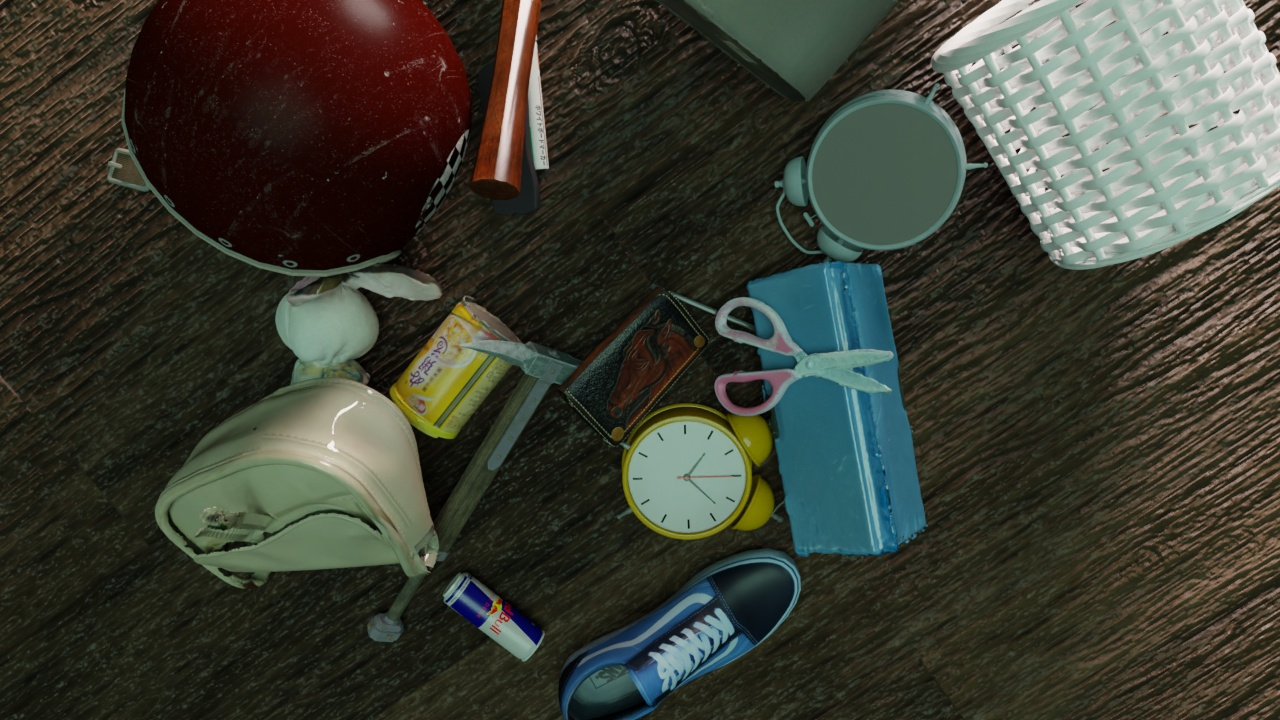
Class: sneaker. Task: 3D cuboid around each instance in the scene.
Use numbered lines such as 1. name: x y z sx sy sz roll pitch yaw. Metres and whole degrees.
1. sneaker: 0.038 0.253 0.792 0.241 0.098 0.083 -30 100 5

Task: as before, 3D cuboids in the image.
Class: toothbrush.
1. toothbrush: 0.085 -0.031 0.782 0.167 0.013 0.013 22 92 -5

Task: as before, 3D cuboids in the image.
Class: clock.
1. clock: 0.054 0.096 0.787 0.152 0.052 0.113 -2 101 3
2. clock: 0.183 -0.143 0.731 0.160 0.045 0.122 -31 99 25

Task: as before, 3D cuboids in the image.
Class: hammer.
1. hammer: -0.155 0.120 0.778 0.147 0.028 0.317 20 110 -39
2. hammer: -0.086 -0.247 0.651 0.111 0.028 0.300 6 67 -5

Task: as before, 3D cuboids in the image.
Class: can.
1. can: -0.131 0.228 0.818 0.095 0.032 0.032 40 98 -8
2. can: -0.151 0.007 0.758 0.067 0.067 0.105 39 97 -7

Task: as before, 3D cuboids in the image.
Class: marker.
1. marker: -0.089 -0.228 0.740 0.017 0.017 0.145 -5 101 0

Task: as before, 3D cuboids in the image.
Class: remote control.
1. remote control: -0.106 -0.181 0.744 0.046 0.009 0.124 1 102 28

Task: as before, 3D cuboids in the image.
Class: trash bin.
1. trash bin: 0.122 -0.319 0.644 0.197 0.197 0.220 35 104 -8

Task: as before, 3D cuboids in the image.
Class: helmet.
1. helmet: -0.245 -0.173 0.657 0.233 0.254 0.233 38 82 -8

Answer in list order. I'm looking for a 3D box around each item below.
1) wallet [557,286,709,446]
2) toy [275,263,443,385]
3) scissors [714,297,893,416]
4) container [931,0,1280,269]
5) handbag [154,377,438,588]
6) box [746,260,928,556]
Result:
1. wallet: -0.004 0.005 0.757 0.123 0.019 0.072 -47 121 -10
2. toy: -0.254 -0.006 0.758 0.105 0.130 0.206 44 126 33
3. scissors: 0.122 -0.013 0.712 0.016 0.180 0.108 -5 87 -42
4. container: 0.343 -0.194 0.666 0.189 0.189 0.187 -34 101 5
5. handbag: -0.276 0.127 0.706 0.229 0.131 0.184 -6 129 24
6. box: 0.172 0.037 0.759 0.110 0.094 0.231 -8 87 -42
